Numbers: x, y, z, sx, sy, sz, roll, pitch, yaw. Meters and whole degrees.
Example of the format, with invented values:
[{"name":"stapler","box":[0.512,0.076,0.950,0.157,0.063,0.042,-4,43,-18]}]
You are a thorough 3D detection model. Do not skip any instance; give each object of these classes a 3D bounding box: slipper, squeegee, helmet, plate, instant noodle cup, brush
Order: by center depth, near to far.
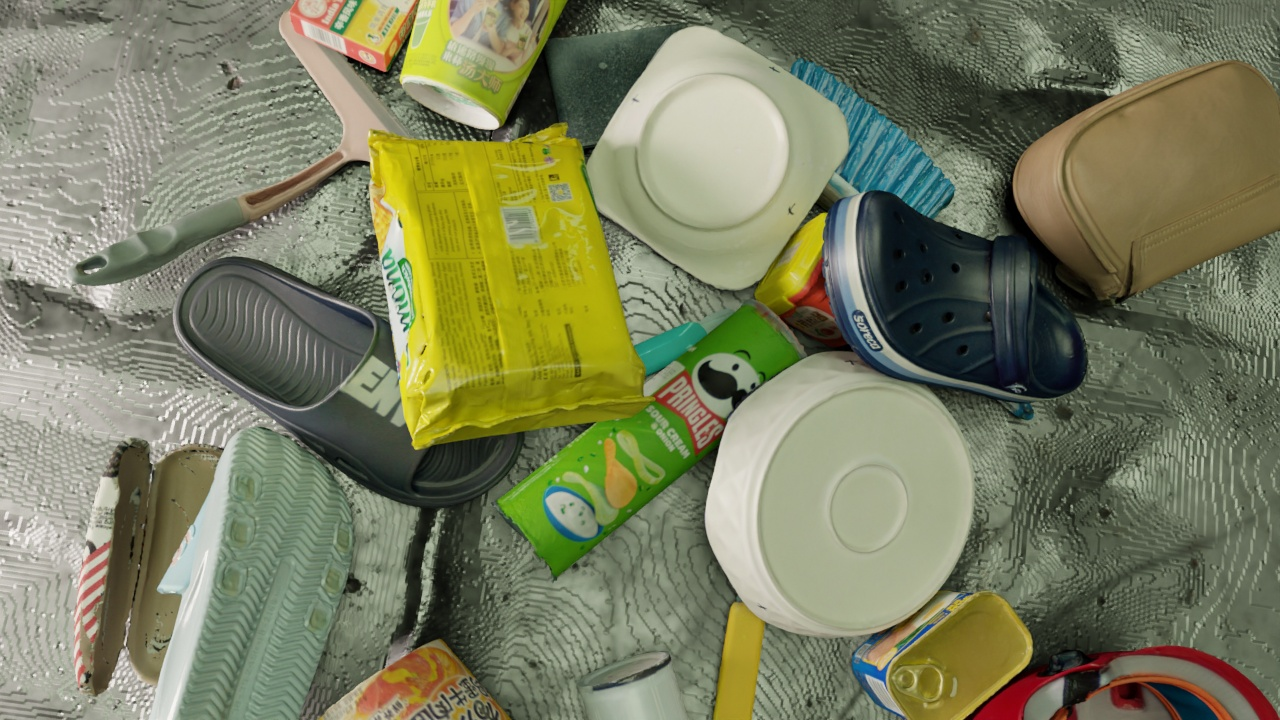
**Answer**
[{"name":"instant noodle cup","box":[-0.140,0.251,0.574,0.138,0.138,0.110,-36,77,-11]},{"name":"slipper","box":[-0.252,0.161,0.580,0.074,0.104,0.244,-20,50,31]},{"name":"helmet","box":[0.293,0.294,0.603,0.239,0.144,0.207,-27,87,-24]},{"name":"slipper","box":[0.227,-0.033,0.611,0.252,0.095,0.105,22,65,-31]},{"name":"slipper","box":[-0.209,0.012,0.630,0.268,0.083,0.110,30,80,1]},{"name":"plate","box":[0.146,0.097,0.636,0.204,0.045,0.205,-2,97,-19]},{"name":"squeegee","box":[-0.280,-0.114,0.653,0.249,0.040,0.247,-36,81,-26]},{"name":"plate","box":[0.053,-0.150,0.674,0.163,0.034,0.164,34,97,5]},{"name":"instant noodle cup","box":[-0.119,-0.242,0.675,0.111,0.112,0.123,21,86,-2]},{"name":"brush","box":[0.210,-0.092,0.708,0.314,0.060,0.109,39,84,-1]}]

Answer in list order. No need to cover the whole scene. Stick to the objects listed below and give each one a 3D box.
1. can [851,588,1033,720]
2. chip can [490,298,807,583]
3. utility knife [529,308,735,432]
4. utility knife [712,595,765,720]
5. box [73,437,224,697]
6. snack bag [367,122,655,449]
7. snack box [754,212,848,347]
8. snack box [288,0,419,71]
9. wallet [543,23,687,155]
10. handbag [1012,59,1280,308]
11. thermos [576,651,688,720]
[{"name":"can","box":[0.205,0.204,0.636,0.102,0.083,0.057,-35,84,-10]},{"name":"chip can","box":[0.009,0.054,0.649,0.235,0.072,0.072,-38,86,-10]},{"name":"utility knife","box":[-0.004,0.004,0.685,0.182,0.013,0.029,-25,87,-8]},{"name":"utility knife","box":[0.073,0.220,0.654,0.033,0.015,0.201,11,80,-3]},{"name":"box","box":[-0.313,0.133,0.603,0.086,0.076,0.162,4,79,-17]},{"name":"snack bag","box":[-0.090,-0.061,0.614,0.158,0.068,0.246,-7,63,-19]},{"name":"snack box","box":[0.141,-0.057,0.674,0.080,0.091,0.082,32,76,-7]},{"name":"snack box","box":[-0.196,-0.303,0.706,0.077,0.027,0.155,23,73,-2]},{"name":"wallet","box":[-0.009,-0.215,0.722,0.120,0.019,0.097,-10,80,-9]},{"name":"handbag","box":[0.396,-0.137,0.712,0.204,0.100,0.148,-23,91,-9]},{"name":"thermos","box":[0.020,0.314,0.609,0.073,0.073,0.224,-17,83,-9]}]
